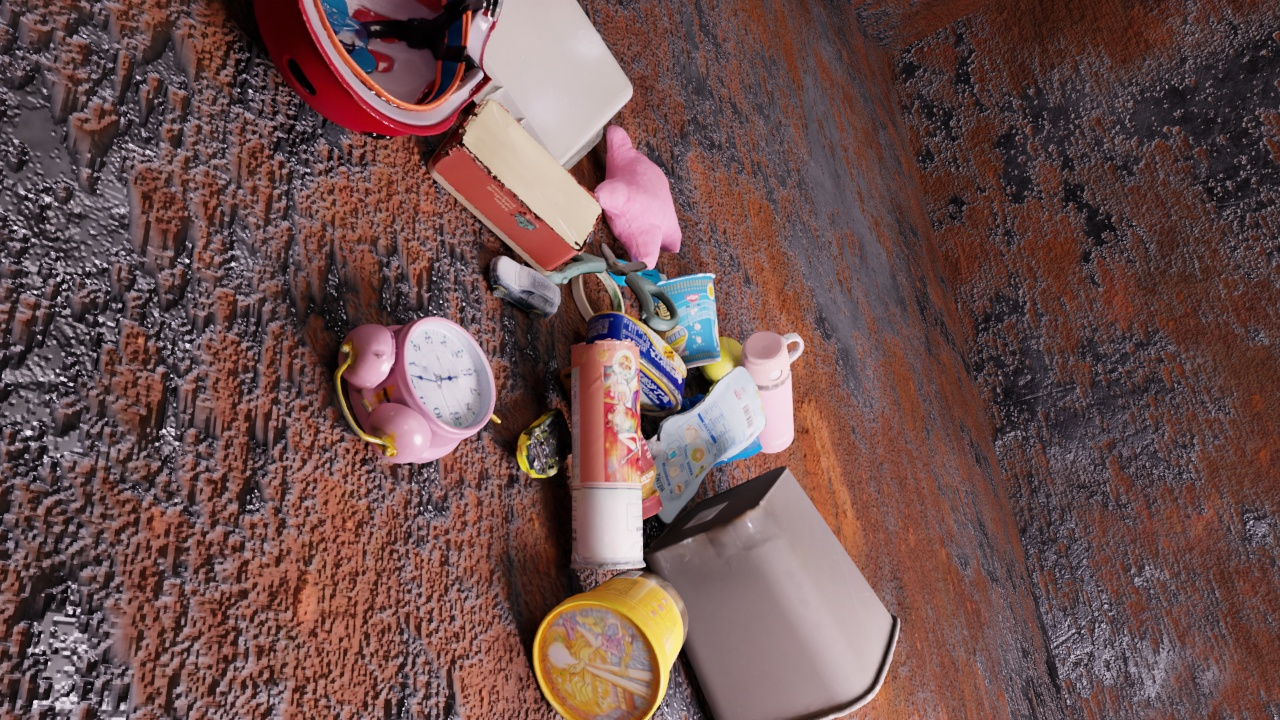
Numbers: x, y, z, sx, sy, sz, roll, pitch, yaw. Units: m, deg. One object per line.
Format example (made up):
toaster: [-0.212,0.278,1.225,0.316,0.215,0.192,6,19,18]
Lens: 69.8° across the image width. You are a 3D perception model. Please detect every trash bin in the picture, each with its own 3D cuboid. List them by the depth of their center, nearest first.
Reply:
trash bin: [0.133,0.256,0.993,0.220,0.199,0.198,60,27,0]

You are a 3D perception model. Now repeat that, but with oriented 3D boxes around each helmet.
helmet: [-0.236,-0.289,0.772,0.207,0.144,0.239,32,59,-46]

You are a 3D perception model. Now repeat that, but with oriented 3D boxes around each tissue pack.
tissue pack: [0.099,0.087,1.172,0.156,0.052,0.095,-5,74,-60]

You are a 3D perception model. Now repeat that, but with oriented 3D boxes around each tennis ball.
tennis ball: [0.111,0.001,1.234,0.065,0.066,0.065,38,41,-43]

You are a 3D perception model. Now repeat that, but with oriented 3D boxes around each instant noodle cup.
instant noodle cup: [-0.018,0.247,0.811,0.118,0.119,0.114,69,22,0]
instant noodle cup: [0.056,-0.045,1.157,0.099,0.099,0.110,-7,85,-60]

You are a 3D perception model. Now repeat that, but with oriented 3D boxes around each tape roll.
tape roll: [-0.049,-0.074,1.070,0.085,0.014,0.085,38,41,-42]

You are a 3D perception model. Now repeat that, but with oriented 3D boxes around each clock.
clock: [-0.183,0.023,0.733,0.158,0.060,0.117,-16,84,-59]

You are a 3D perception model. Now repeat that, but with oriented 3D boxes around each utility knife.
utility knife: [0.002,-0.107,1.162,0.034,0.018,0.178,63,20,9]

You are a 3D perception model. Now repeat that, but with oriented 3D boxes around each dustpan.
dustpan: [-0.129,-0.329,1.084,0.257,0.143,0.222,-43,104,-32]

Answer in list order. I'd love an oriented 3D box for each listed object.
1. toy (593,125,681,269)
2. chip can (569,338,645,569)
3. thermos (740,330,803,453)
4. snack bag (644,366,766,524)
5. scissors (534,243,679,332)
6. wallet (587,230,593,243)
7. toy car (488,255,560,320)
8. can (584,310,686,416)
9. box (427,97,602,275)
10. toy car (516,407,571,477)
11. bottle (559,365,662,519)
toy: [0.003,-0.190,1.170,0.178,0.075,0.194,44,36,-36]
chip can: [-0.033,0.090,0.881,0.071,0.071,0.214,13,73,-56]
thermos: [0.178,0.039,1.226,0.067,0.087,0.199,57,-14,40]
snack bag: [0.072,0.094,1.065,0.190,0.039,0.110,-35,127,-33]
scissors: [-0.025,-0.081,1.014,0.179,0.019,0.169,41,32,27]
wallet: [-0.104,-0.170,1.024,0.115,0.033,0.090,-16,83,-60]
toy car: [-0.118,-0.075,0.936,0.090,0.034,0.042,32,48,-45]
can: [-0.006,0.006,1.028,0.148,0.075,0.049,42,42,-37]
box: [-0.117,-0.178,0.922,0.168,0.077,0.091,42,46,-23]
toy car: [-0.092,0.079,0.877,0.105,0.032,0.048,-45,118,-71]
bottle: [-0.027,0.081,0.958,0.057,0.058,0.175,-24,92,-61]
